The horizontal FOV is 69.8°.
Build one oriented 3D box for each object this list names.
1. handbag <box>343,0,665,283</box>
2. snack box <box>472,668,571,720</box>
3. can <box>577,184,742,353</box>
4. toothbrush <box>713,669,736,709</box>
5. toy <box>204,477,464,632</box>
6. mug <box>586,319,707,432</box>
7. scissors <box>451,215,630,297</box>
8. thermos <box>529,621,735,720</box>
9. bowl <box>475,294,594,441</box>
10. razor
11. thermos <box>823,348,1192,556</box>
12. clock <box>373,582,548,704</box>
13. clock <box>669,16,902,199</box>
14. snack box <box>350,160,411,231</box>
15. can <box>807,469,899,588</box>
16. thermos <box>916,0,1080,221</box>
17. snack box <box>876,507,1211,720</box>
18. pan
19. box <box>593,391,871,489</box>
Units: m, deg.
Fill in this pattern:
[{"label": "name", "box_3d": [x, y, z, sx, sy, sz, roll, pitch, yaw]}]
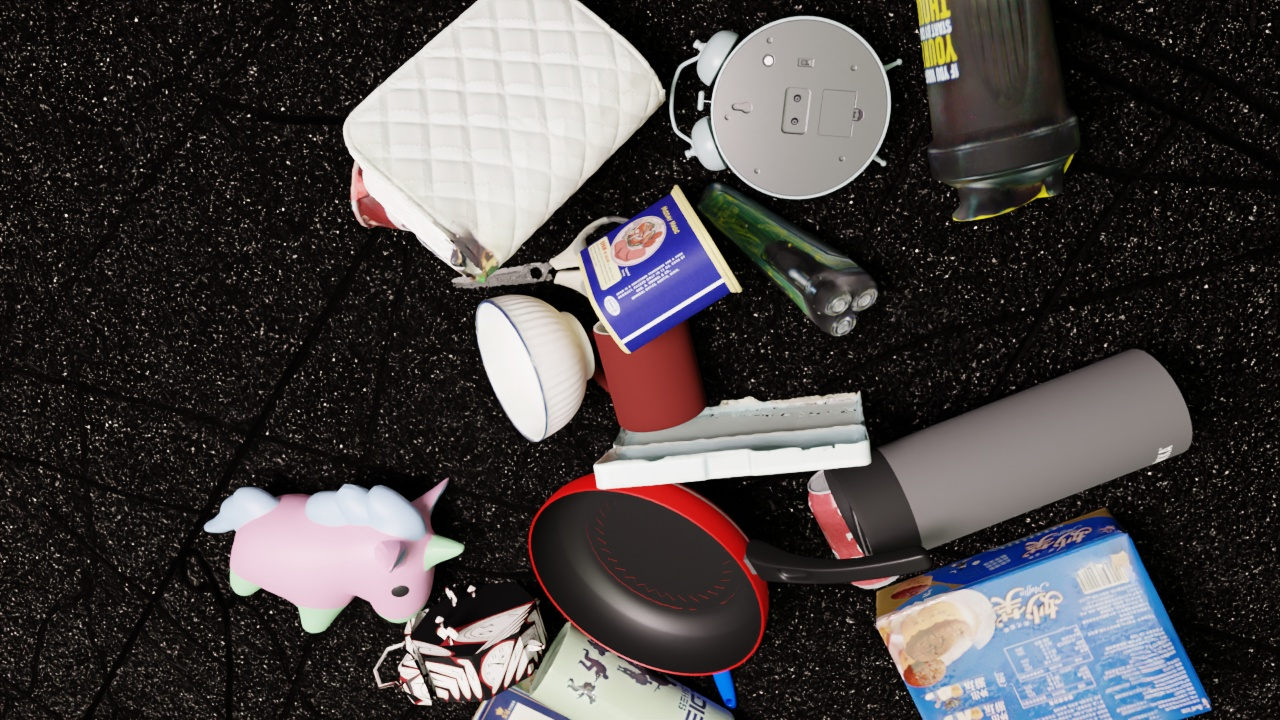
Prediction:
[{"label": "handbag", "box_3d": [-0.093, -0.160, 0.634, 0.139, 0.072, 0.194, 41, 76, 9]}, {"label": "snack box", "box_3d": [-0.098, 0.380, 0.898, 0.145, 0.042, 0.145, 28, 112, -2]}, {"label": "can", "box_3d": [0.010, -0.066, 0.664, 0.092, 0.116, 0.056, -32, 121, 7]}, {"label": "toothbrush", "box_3d": [0.061, 0.246, 0.835, 0.016, 0.018, 0.182, -13, 108, 13]}, {"label": "toy", "box_3d": [-0.276, 0.160, 0.814, 0.222, 0.119, 0.171, 27, 122, -2]}, {"label": "mug", "box_3d": [-0.004, 0.004, 0.733, 0.106, 0.073, 0.082, 0, 113, 39]}, {"label": "scissors", "box_3d": [-0.072, -0.083, 0.736, 0.171, 0.012, 0.121, 20, 109, 3]}, {"label": "thermos", "box_3d": [0.015, 0.331, 0.840, 0.231, 0.082, 0.082, 31, 112, -3]}, {"label": "bowl", "box_3d": [-0.077, -0.001, 0.728, 0.062, 0.118, 0.118, -22, 110, -25]}, {"label": "razor", "box_3d": [0.105, -0.080, 0.682, 0.151, 0.067, 0.054, 38, 106, 3]}, {"label": "thermos", "box_3d": [0.263, 0.074, 0.674, 0.240, 0.082, 0.082, -22, 106, 2]}, {"label": "clock", "box_3d": [-0.164, 0.247, 0.816, 0.154, 0.114, 0.065, -15, 108, -4]}, {"label": "clock", "box_3d": [0.100, -0.181, 0.654, 0.159, 0.045, 0.123, 7, 111, 8]}, {"label": "snack box", "box_3d": [-0.149, -0.128, 0.700, 0.121, 0.072, 0.072, 10, 111, 4]}, {"label": "can", "box_3d": [0.178, 0.135, 0.756, 0.054, 0.054, 0.096, -25, 105, 17]}, {"label": "thermos", "box_3d": [0.229, -0.210, 0.602, 0.098, 0.098, 0.221, -11, 102, 13]}, {"label": "snack box", "box_3d": [0.318, 0.233, 0.747, 0.203, 0.069, 0.155, -26, 93, 17]}, {"label": "pan", "box_3d": [0.062, 0.160, 0.721, 0.357, 0.067, 0.209, -19, 113, 37]}, {"label": "box", "box_3d": [0.072, 0.062, 0.700, 0.197, 0.134, 0.041, -6, 99, 11]}]
